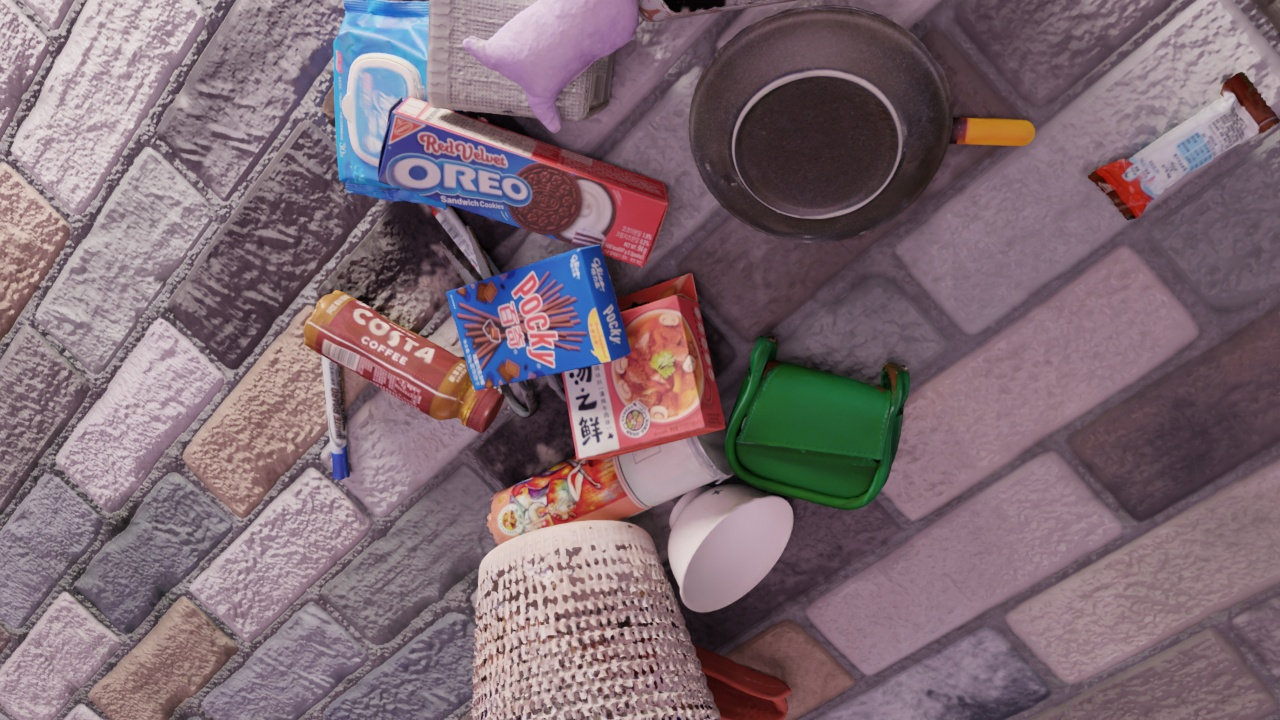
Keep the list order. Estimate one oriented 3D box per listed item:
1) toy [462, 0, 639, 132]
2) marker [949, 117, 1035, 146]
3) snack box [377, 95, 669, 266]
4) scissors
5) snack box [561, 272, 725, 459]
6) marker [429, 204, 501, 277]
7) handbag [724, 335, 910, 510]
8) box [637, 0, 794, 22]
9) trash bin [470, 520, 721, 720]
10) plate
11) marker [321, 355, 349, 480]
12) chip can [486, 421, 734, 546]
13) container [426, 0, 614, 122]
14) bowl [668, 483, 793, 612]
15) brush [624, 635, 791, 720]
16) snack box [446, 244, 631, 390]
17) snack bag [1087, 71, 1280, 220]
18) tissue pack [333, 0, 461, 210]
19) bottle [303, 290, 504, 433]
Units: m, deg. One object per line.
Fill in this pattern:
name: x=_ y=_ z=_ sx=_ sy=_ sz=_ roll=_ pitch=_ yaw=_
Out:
toy: x=-0.047 y=-0.207 z=0.587 sx=0.108 sy=0.039 sz=0.084 roll=-38 pitch=119 yaw=17
marker: x=0.207 y=-0.160 z=0.638 sx=0.124 sy=0.015 sz=0.018 roll=6 pitch=111 yaw=16
snack box: x=-0.085 y=-0.133 z=0.678 sx=0.207 sy=0.058 sz=0.057 roll=17 pitch=116 yaw=-10
scissors: x=-0.110 y=-0.023 z=0.767 sx=0.159 sy=0.014 sz=0.171 roll=27 pitch=131 yaw=17
snack box: x=-0.004 y=0.004 z=0.710 sx=0.113 sy=0.044 sz=0.127 roll=-18 pitch=77 yaw=27
marker: x=-0.125 y=-0.073 z=0.764 sx=0.017 sy=0.017 sz=0.145 roll=-33 pitch=99 yaw=24
handbag: x=0.138 y=0.048 z=0.717 sx=0.131 sy=0.067 sz=0.120 roll=15 pitch=107 yaw=10
box: x=0.078 y=-0.288 z=0.511 sx=0.157 sy=0.192 sz=0.183 roll=-12 pitch=109 yaw=-7
trash bin: x=-0.046 y=0.243 z=0.738 sx=0.228 sy=0.227 sz=0.192 roll=-26 pitch=59 yaw=23
plate: x=0.120 y=-0.150 z=0.627 sx=0.179 sy=0.024 sz=0.180 roll=7 pitch=135 yaw=7
marker: x=-0.285 y=0.045 z=0.856 sx=0.017 sy=0.016 sz=0.146 roll=8 pitch=113 yaw=12
chip can: x=-0.027 y=0.105 z=0.779 sx=0.215 sy=0.071 sz=0.071 roll=-28 pitch=102 yaw=24
container: x=-0.081 y=-0.221 z=0.655 sx=0.114 sy=0.090 sz=0.090 roll=11 pitch=114 yaw=8
bowl: x=0.062 y=0.143 z=0.764 sx=0.065 sy=0.118 sz=0.118 roll=40 pitch=124 yaw=41
brush: x=0.063 y=0.295 z=0.833 sx=0.146 sy=0.063 sz=0.069 roll=16 pitch=128 yaw=8
snack box: x=-0.083 y=-0.030 z=0.706 sx=0.157 sy=0.026 sz=0.084 roll=-12 pitch=96 yaw=40
snack bag: x=0.353 y=-0.137 z=0.599 sx=0.048 sy=0.026 sz=0.104 roll=44 pitch=115 yaw=-11
tissue pack: x=-0.189 y=-0.199 z=0.712 sx=0.095 sy=0.052 sz=0.157 roll=11 pitch=114 yaw=11
bottle: x=-0.202 y=0.004 z=0.794 sx=0.175 sy=0.057 sz=0.058 roll=29 pitch=116 yaw=3
